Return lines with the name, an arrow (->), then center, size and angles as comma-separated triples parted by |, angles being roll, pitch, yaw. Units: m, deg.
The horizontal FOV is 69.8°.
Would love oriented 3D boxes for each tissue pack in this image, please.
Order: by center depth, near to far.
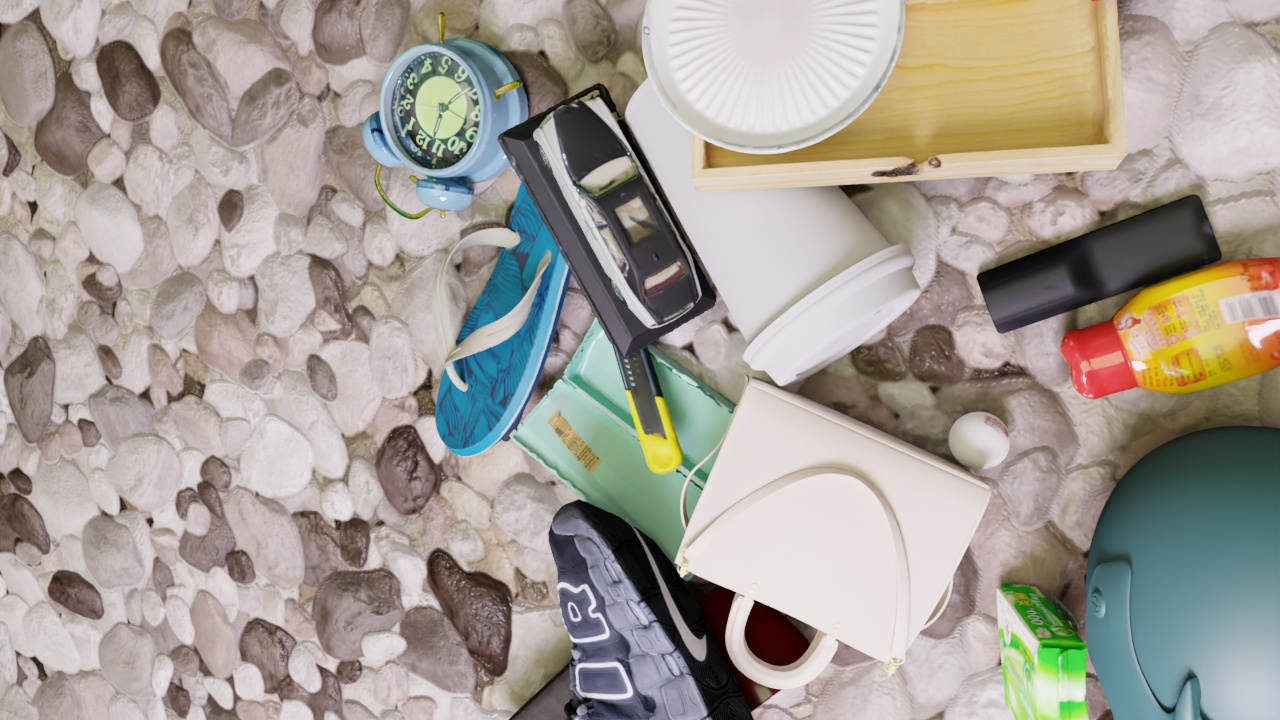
tissue pack -> 0.269, 0.210, 0.615 | 0.034, 0.114, 0.099 | -5, 97, 7

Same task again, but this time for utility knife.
utility knife -> -0.004, 0.004, 0.713 | 0.029, 0.020, 0.172 | -19, 79, 6

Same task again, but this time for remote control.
remote control -> 0.298, -0.061, 0.603 | 0.141, 0.021, 0.045 | -22, 92, 23

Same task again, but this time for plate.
plate -> 0.078, -0.200, 0.552 | 0.157, 0.014, 0.157 | -1, 85, 13

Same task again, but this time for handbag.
handbag -> 0.117, 0.135, 0.646 | 0.194, 0.101, 0.198 | 24, 95, 8
handbag -> -0.007, 0.338, 0.752 | 0.199, 0.102, 0.198 | 46, 112, 10

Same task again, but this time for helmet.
helmet -> 0.349, 0.177, 0.524 | 0.177, 0.199, 0.275 | 4, 100, 22

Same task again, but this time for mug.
mug -> 0.067, 0.226, 0.708 | 0.113, 0.087, 0.088 | -29, 68, -18

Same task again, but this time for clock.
clock -> -0.163, -0.189, 0.753 | 0.118, 0.060, 0.162 | 40, 115, 10

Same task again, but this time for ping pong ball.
ping pong ball -> 0.236, 0.056, 0.638 | 0.040, 0.040, 0.040 | 4, 100, 22

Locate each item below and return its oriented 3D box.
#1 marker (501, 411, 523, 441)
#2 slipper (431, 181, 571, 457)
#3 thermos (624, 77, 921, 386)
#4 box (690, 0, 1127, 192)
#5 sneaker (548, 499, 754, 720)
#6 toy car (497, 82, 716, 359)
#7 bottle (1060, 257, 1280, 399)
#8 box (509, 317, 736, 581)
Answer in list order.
marker -> -0.097, 0.010, 0.781 | 0.018, 0.015, 0.134 | 20, 107, -2
slipper -> -0.114, -0.051, 0.736 | 0.118, 0.060, 0.295 | 36, 110, 41
thermos -> 0.082, -0.104, 0.637 | 0.132, 0.131, 0.222 | -38, 76, 23
box -> 0.155, -0.232, 0.566 | 0.247, 0.068, 0.253 | -1, 79, 14
sneaker -> -0.023, 0.234, 0.660 | 0.151, 0.097, 0.252 | -36, 69, 15
toy car -> -0.014, -0.103, 0.661 | 0.094, 0.071, 0.192 | -30, 99, -13
bottle -> 0.339, -0.015, 0.578 | 0.134, 0.048, 0.071 | -20, 91, 24
box -> 0.005, 0.066, 0.732 | 0.187, 0.052, 0.139 | 38, 97, 13
